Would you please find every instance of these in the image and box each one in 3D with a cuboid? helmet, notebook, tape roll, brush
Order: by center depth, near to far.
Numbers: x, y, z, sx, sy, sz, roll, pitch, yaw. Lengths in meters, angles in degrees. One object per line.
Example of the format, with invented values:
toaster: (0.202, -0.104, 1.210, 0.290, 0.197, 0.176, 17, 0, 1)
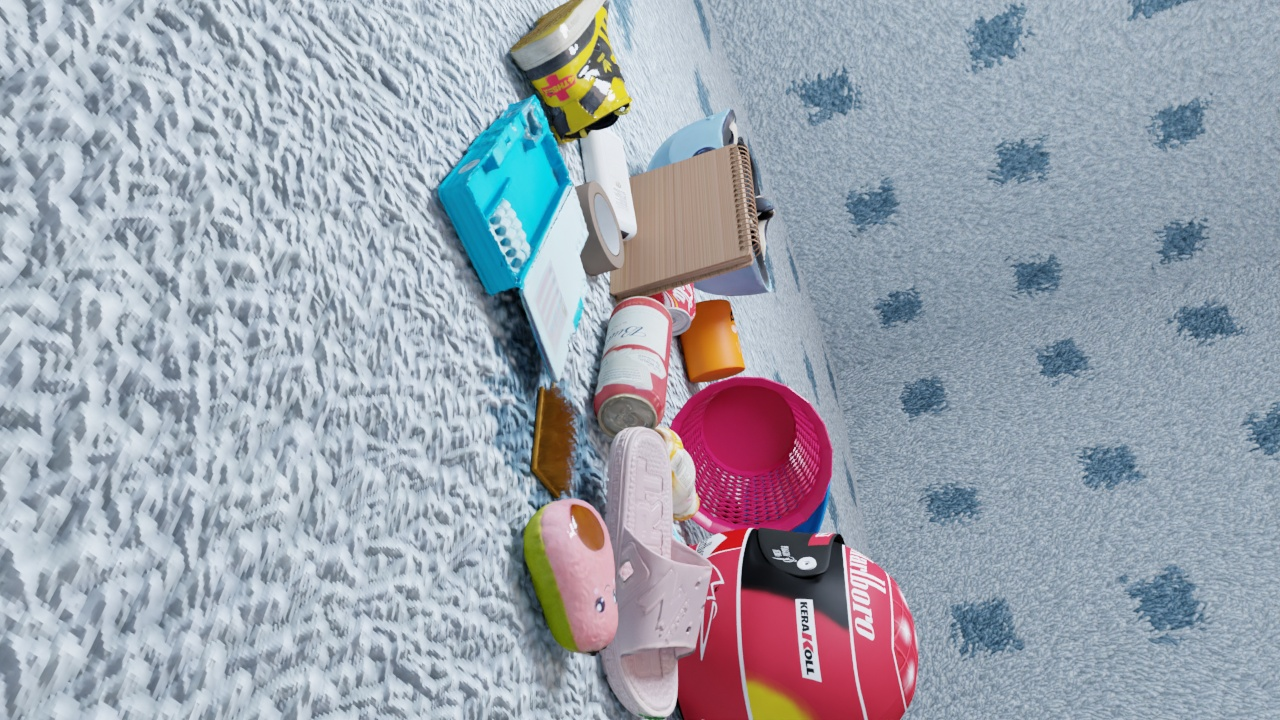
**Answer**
brush: (-0.067, 0.047, 0.740, 0.048, 0.017, 0.126, 60, 22, -43)
helmet: (0.153, 0.274, 0.897, 0.270, 0.225, 0.198, -71, 147, -61)
tape roll: (-0.048, -0.136, 0.949, 0.093, 0.030, 0.093, -15, 90, -74)
notebook: (0.049, -0.162, 1.050, 0.210, 0.169, 0.022, -89, 158, -44)
helmet: (0.093, -0.193, 1.230, 0.225, 0.167, 0.265, 56, 19, -48)

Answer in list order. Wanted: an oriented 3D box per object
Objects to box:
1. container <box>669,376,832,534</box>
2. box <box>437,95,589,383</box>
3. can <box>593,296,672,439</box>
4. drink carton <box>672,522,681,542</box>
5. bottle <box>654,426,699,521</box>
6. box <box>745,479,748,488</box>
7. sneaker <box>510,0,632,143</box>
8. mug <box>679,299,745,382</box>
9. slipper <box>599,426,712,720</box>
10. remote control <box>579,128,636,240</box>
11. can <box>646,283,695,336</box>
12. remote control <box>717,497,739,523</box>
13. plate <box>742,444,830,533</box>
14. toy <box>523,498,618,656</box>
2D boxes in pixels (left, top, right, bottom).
container: (0.131, 0.099, 1.117, 0.225, 0.183, 0.183, -37, 111, -81)
box: (-0.087, -0.108, 0.775, 0.226, 0.039, 0.182, -78, 150, -58)
can: (-0.005, 0.005, 0.898, 0.169, 0.067, 0.067, -82, 152, -54)
drink carton: (0.014, 0.172, 0.854, 0.038, 0.044, 0.129, -67, 137, -65)
bottle: (0.025, 0.116, 0.908, 0.063, 0.063, 0.109, -89, 158, -45)
box: (0.182, 0.224, 1.415, 0.209, 0.045, 0.066, -72, 156, -63)
sneaker: (-0.058, -0.315, 0.974, 0.122, 0.086, 0.237, 60, 25, -25)
mug: (0.091, -0.021, 1.265, 0.113, 0.077, 0.096, 129, -49, -71)
slipper: (0.016, 0.170, 0.756, 0.094, 0.065, 0.239, 21, 62, -53)
remote control: (-0.037, -0.204, 1.039, 0.060, 0.026, 0.138, 15, 60, -53)
can: (0.033, -0.086, 1.119, 0.064, 0.064, 0.104, 56, 24, -48)
remote control: (0.129, 0.254, 1.196, 0.041, 0.020, 0.152, -25, -103, 64)
plate: (0.196, 0.187, 1.214, 0.024, 0.225, 0.223, 18, 43, -17)
toy: (-0.046, 0.153, 0.650, 0.090, 0.051, 0.110, 12, 65, -71)
